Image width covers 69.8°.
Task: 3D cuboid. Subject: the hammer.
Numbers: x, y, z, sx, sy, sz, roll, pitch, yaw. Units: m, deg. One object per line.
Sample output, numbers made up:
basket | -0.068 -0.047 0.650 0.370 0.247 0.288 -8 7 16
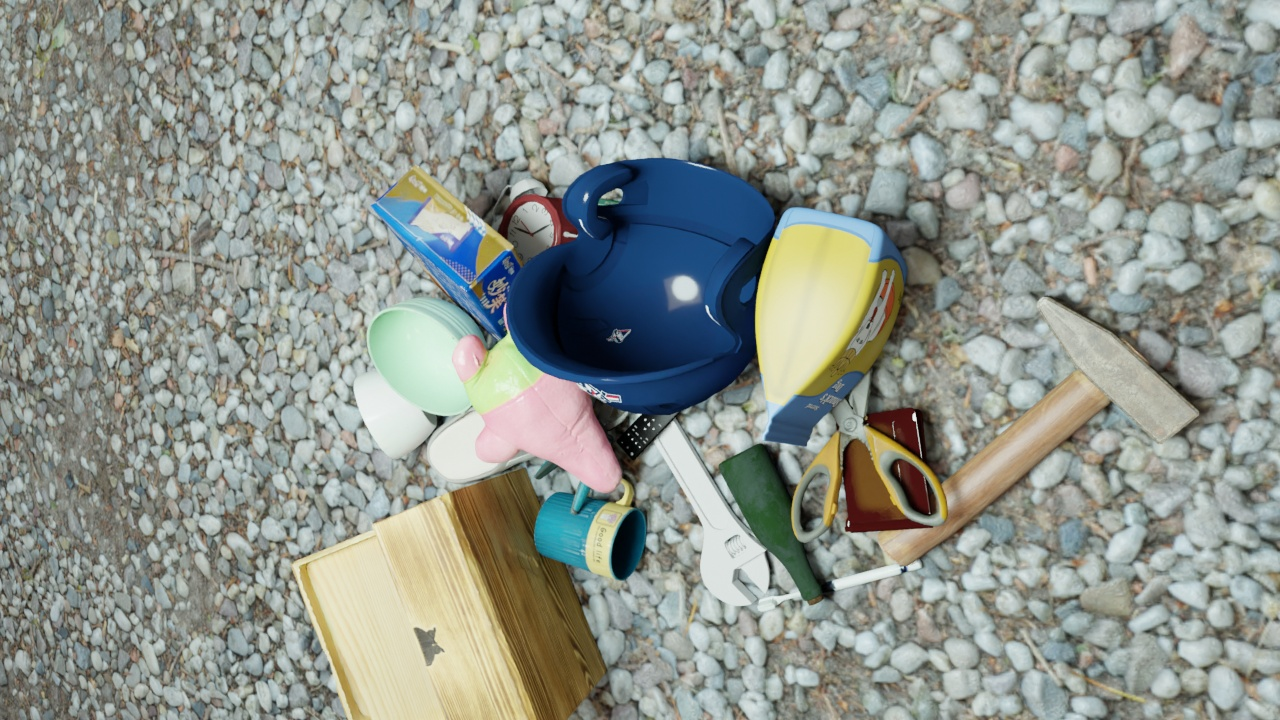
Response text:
hammer | 0.337 0.089 0.865 0.158 0.037 0.301 48 114 15

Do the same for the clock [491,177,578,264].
clock | -0.123 -0.151 1.065 0.137 0.048 0.096 42 113 24

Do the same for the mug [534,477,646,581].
mug | -0.053 0.187 1.066 0.107 0.083 0.113 9 72 30

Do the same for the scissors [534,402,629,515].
scissors | -0.063 0.111 1.054 0.154 0.019 0.124 -32 49 21

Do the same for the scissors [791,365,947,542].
scissors | 0.221 0.084 0.903 0.217 0.016 0.225 17 94 41

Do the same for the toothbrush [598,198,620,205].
toothbrush | 0.021 -0.168 1.010 0.190 0.016 0.017 10 103 26

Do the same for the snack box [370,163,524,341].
snack box | -0.190 -0.104 1.022 0.155 0.203 0.069 40 80 18

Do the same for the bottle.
bottle | 0.145 0.175 0.966 0.055 0.055 0.174 -31 82 27

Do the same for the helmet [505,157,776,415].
helmet | 0.001 -0.048 0.900 0.232 0.271 0.224 38 138 33

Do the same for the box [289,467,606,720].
box | -0.248 0.317 1.089 0.324 0.283 0.279 -26 84 15

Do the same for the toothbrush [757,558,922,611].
toothbrush | 0.206 0.237 0.964 0.187 0.017 0.012 -24 99 28

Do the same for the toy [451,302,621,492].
toy | -0.098 0.049 0.994 0.192 0.097 0.237 -39 102 -7

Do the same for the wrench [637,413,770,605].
wrench | 0.058 0.148 1.031 0.087 0.018 0.273 -38 77 26

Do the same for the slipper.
slipper | -0.169 0.083 1.094 0.267 0.080 0.113 -31 97 27

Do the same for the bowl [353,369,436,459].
bowl | -0.305 0.060 1.160 0.065 0.116 0.116 -25 84 -1

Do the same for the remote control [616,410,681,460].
remote control | 0.028 0.053 1.024 0.140 0.009 0.030 -47 73 15

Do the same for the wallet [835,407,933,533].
wallet | 0.238 0.109 0.904 0.092 0.018 0.115 -13 74 39

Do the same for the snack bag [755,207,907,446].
snack bag | 0.166 -0.020 0.853 0.102 0.159 0.205 18 91 25

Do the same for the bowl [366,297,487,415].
bowl | -0.239 -0.015 1.083 0.151 0.076 0.151 15 131 18
